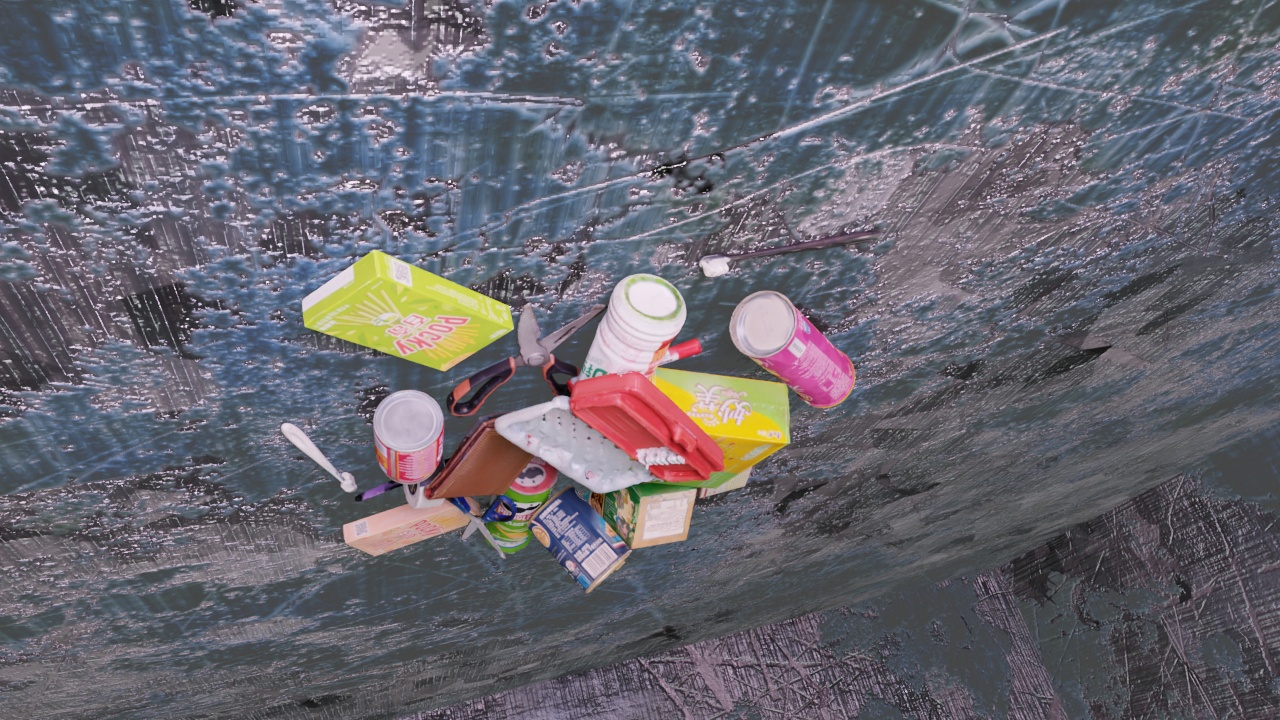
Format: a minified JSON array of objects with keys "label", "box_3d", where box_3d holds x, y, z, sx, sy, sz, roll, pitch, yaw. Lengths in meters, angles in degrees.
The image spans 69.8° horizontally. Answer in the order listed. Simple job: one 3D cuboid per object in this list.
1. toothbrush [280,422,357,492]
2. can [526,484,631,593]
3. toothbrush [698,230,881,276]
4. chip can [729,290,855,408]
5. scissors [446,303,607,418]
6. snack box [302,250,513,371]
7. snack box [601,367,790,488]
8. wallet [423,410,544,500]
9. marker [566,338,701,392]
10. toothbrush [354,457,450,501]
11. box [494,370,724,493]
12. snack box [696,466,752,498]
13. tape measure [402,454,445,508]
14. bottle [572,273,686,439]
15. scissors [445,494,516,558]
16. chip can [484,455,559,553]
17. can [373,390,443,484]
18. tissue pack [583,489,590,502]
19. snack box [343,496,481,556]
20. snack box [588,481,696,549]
[{"label":"toothbrush","box_3d":[-0.332,0.100,0.954,0.016,0.016,0.180,-18,153,-4]},{"label":"can","box_3d":[-0.073,0.216,1.105,0.075,0.111,0.075,-42,168,-11]},{"label":"toothbrush","box_3d":[0.140,-0.100,0.837,0.181,0.018,0.016,-12,152,-14]},{"label":"chip can","box_3d":[0.166,-0.008,0.978,0.071,0.071,0.210,-26,153,19]},{"label":"scissors","box_3d":[-0.111,0.005,0.896,0.189,0.015,0.226,-18,154,1]},{"label":"snack box","box_3d":[-0.185,-0.036,0.748,0.086,0.026,0.156,-28,154,23]},{"label":"snack box","box_3d":[0.051,0.081,1.017,0.157,0.070,0.211,7,157,-16]},{"label":"wallet","box_3d":[-0.160,0.102,0.971,0.101,0.032,0.125,1,135,-52]},{"label":"marker","box_3d":[-0.006,0.005,0.939,0.145,0.017,0.017,-18,156,-16]},{"label":"toothbrush","box_3d":[-0.251,0.130,1.065,0.189,0.014,0.016,-22,158,12]},{"label":"box","box_3d":[-0.024,0.076,0.876,0.158,0.039,0.201,-10,150,26]},{"label":"snack box","box_3d":[0.124,0.159,1.346,0.077,0.027,0.156,-14,155,-8]},{"label":"tape measure","box_3d":[-0.237,0.129,1.009,0.033,0.066,0.066,-3,152,-31]},{"label":"bottle","box_3d":[-0.021,0.006,0.861,0.068,0.068,0.197,-4,144,-27]},{"label":"scissors","box_3d":[-0.199,0.186,1.110,0.163,0.012,0.174,-18,122,44]},{"label":"chip can","box_3d":[-0.154,0.174,1.150,0.072,0.072,0.237,-8,154,-19]},{"label":"can","box_3d":[-0.229,0.078,0.908,0.066,0.066,0.094,-9,154,-18]},{"label":"tissue pack","box_3d":[-0.006,0.174,1.265,0.133,0.050,0.093,-3,152,-27]},{"label":"snack box","box_3d":[-0.293,0.210,1.187,0.157,0.026,0.084,-18,155,4]},{"label":"snack box","box_3d":[0.010,0.171,1.150,0.117,0.105,0.118,-5,119,-26]}]
